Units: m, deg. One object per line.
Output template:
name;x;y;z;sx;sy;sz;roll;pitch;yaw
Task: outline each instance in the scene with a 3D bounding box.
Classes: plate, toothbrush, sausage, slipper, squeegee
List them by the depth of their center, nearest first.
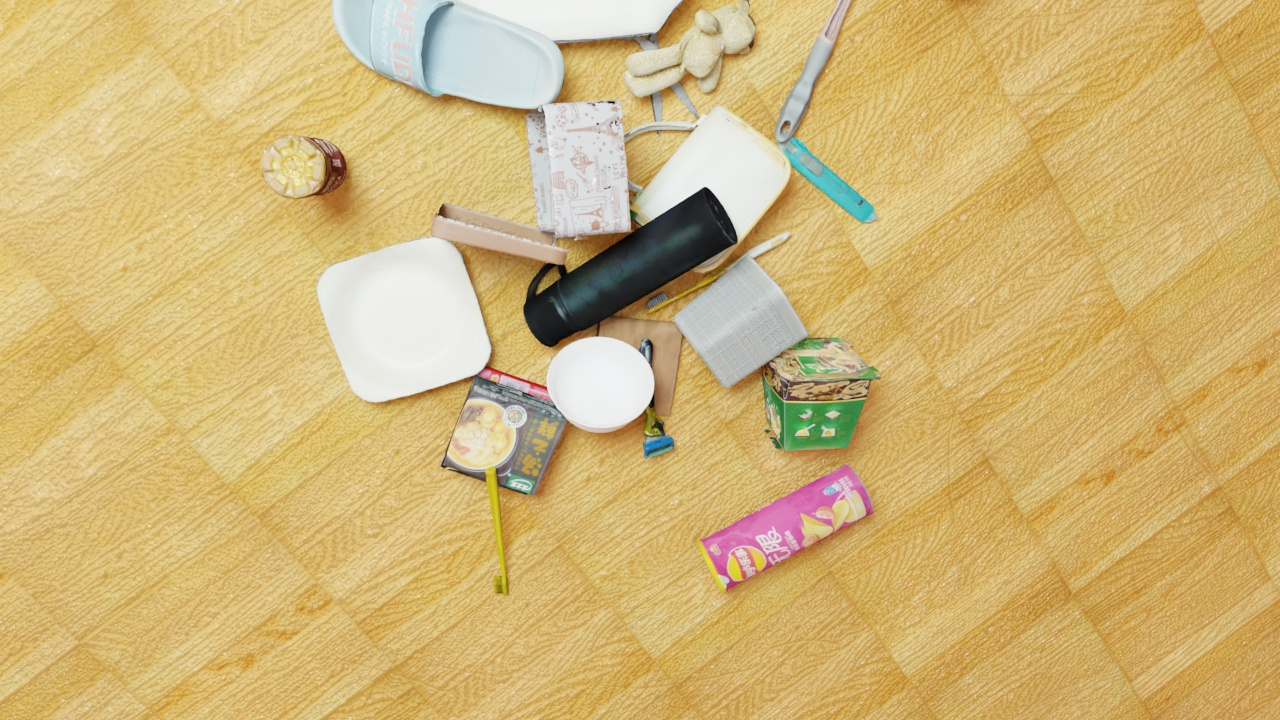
slipper;-0.198;-0.314;0.927;0.245;0.074;0.104;18;120;0
plate;-0.079;-0.414;0.954;0.266;0.034;0.162;-6;105;-1
plate;-0.260;-0.046;1.018;0.163;0.034;0.164;-16;104;-5
squeegee;0.208;-0.361;1.022;0.247;0.040;0.250;25;103;3
sausage;-0.140;0.030;1.061;0.156;0.020;0.020;20;98;-12
toothbrush;-0.168;0.201;1.066;0.016;0.015;0.190;0;122;-1
toothbrush;0.090;-0.106;1.071;0.191;0.016;0.018;-29;96;-1

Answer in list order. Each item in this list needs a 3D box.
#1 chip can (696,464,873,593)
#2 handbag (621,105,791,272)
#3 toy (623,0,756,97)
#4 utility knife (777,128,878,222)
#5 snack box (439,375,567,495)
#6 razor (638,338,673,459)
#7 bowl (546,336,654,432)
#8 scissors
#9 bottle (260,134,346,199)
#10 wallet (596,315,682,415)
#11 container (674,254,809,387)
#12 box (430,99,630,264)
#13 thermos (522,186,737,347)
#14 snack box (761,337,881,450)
chip can;0.176;0.204;1.123;0.210;0.071;0.071;-27;105;-3
handbag;0.056;-0.206;1.027;0.179;0.063;0.163;40;94;-2
toy;0.053;-0.333;0.987;0.157;0.066;0.105;-29;145;-12
utility knife;0.218;-0.211;1.069;0.157;0.013;0.029;36;96;-14
snack box;-0.158;0.094;1.050;0.113;0.053;0.126;20;102;-13
razor;0.011;0.042;1.072;0.042;0.022;0.143;-18;110;-34
bowl;-0.046;0.039;1.031;0.118;0.118;0.065;-4;147;-8
scissors;0.011;-0.344;1.008;0.159;0.014;0.175;19;100;-13
bottle;-0.325;-0.191;0.903;0.057;0.175;0.057;-2;103;-9
wallet;-0.006;0.006;1.078;0.101;0.020;0.115;6;104;-11
container;0.111;-0.041;1.041;0.114;0.090;0.090;-37;130;3
box;-0.123;-0.178;0.939;0.193;0.183;0.156;-5;102;-11
thermos;-0.020;-0.106;0.991;0.243;0.068;0.090;-28;75;20
snack box;0.203;0.042;1.079;0.117;0.118;0.106;-2;115;-8
